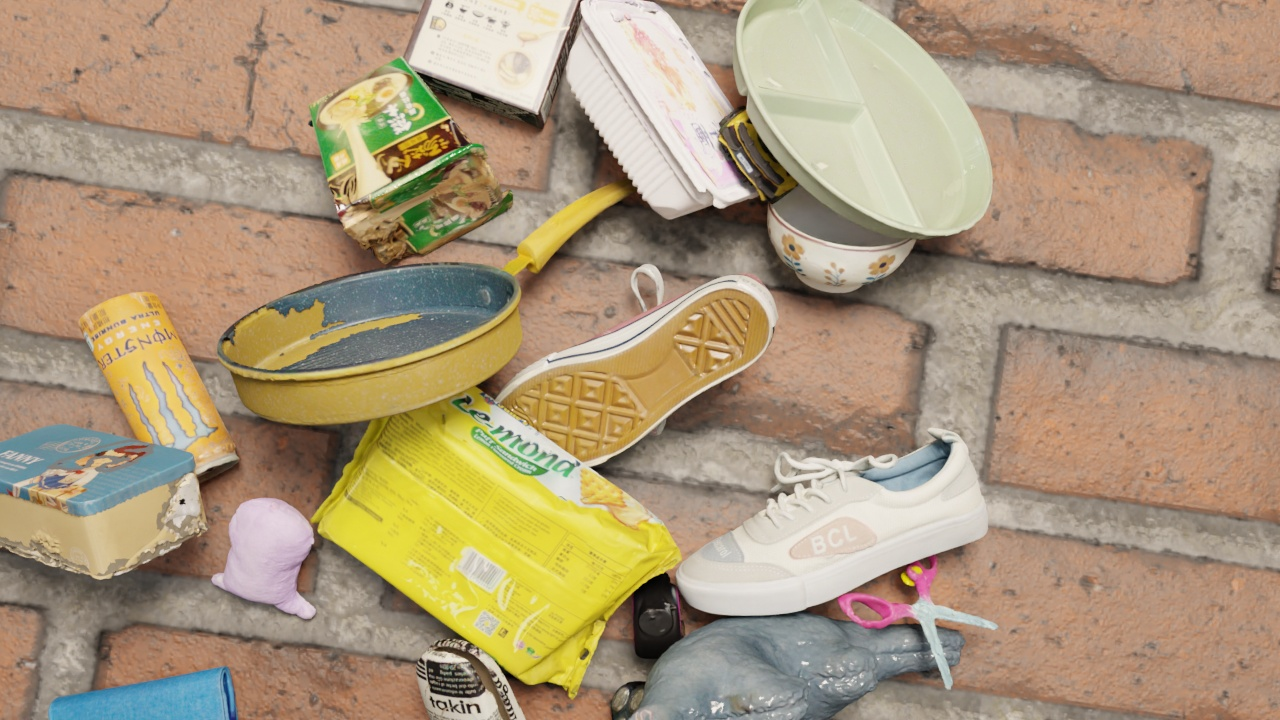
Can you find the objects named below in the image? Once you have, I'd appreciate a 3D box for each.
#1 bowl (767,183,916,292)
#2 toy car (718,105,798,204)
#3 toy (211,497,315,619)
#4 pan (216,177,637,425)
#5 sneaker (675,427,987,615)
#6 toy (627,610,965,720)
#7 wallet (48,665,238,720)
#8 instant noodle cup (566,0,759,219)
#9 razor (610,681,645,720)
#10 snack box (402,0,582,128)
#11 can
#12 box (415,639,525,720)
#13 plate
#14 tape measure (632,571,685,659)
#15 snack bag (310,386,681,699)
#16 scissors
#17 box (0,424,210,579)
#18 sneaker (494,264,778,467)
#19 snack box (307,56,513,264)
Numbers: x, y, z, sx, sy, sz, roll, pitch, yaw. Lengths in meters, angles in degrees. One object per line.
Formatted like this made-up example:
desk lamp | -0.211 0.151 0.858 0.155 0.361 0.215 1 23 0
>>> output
bowl | 0.150 -0.091 0.698 0.113 0.113 0.062 1 130 -2
toy car | 0.116 -0.172 0.685 0.155 0.041 0.071 -37 92 -40
toy | -0.276 0.146 0.683 0.084 0.038 0.108 22 120 -3
pan | -0.116 -0.060 0.651 0.356 0.198 0.078 -23 118 -31
sneaker | 0.139 0.114 0.682 0.242 0.089 0.091 -17 103 -6
toy | 0.081 0.229 0.637 0.355 0.138 0.091 -4 91 -41
wallet | -0.372 0.296 0.691 0.133 0.040 0.106 -10 83 -1
instant noodle cup | 0.017 -0.180 0.683 0.060 0.137 0.173 -33 90 31
razor | 0.034 0.319 0.693 0.067 0.062 0.167 -36 95 -35
snack box | -0.110 -0.261 0.712 0.113 0.053 0.125 20 86 0
can | -0.361 0.023 0.691 0.058 0.058 0.146 -28 89 -3
box | -0.117 0.277 0.666 0.072 0.060 0.164 -15 108 12
plate | 0.162 -0.182 0.670 0.230 0.028 0.229 15 57 -24
tape measure | 0.014 0.195 0.694 0.039 0.057 0.058 -2 119 -1
snack bag | -0.111 0.126 0.668 0.246 0.068 0.158 35 106 0
scissors | 0.204 0.180 0.676 0.133 0.133 0.017 13 130 -14
box | -0.396 0.093 0.643 0.184 0.089 0.062 8 110 24
sneaker | -0.004 0.004 0.688 0.241 0.087 0.118 -29 100 21
snack box | -0.176 -0.152 0.683 0.117 0.118 0.105 -28 78 -2
